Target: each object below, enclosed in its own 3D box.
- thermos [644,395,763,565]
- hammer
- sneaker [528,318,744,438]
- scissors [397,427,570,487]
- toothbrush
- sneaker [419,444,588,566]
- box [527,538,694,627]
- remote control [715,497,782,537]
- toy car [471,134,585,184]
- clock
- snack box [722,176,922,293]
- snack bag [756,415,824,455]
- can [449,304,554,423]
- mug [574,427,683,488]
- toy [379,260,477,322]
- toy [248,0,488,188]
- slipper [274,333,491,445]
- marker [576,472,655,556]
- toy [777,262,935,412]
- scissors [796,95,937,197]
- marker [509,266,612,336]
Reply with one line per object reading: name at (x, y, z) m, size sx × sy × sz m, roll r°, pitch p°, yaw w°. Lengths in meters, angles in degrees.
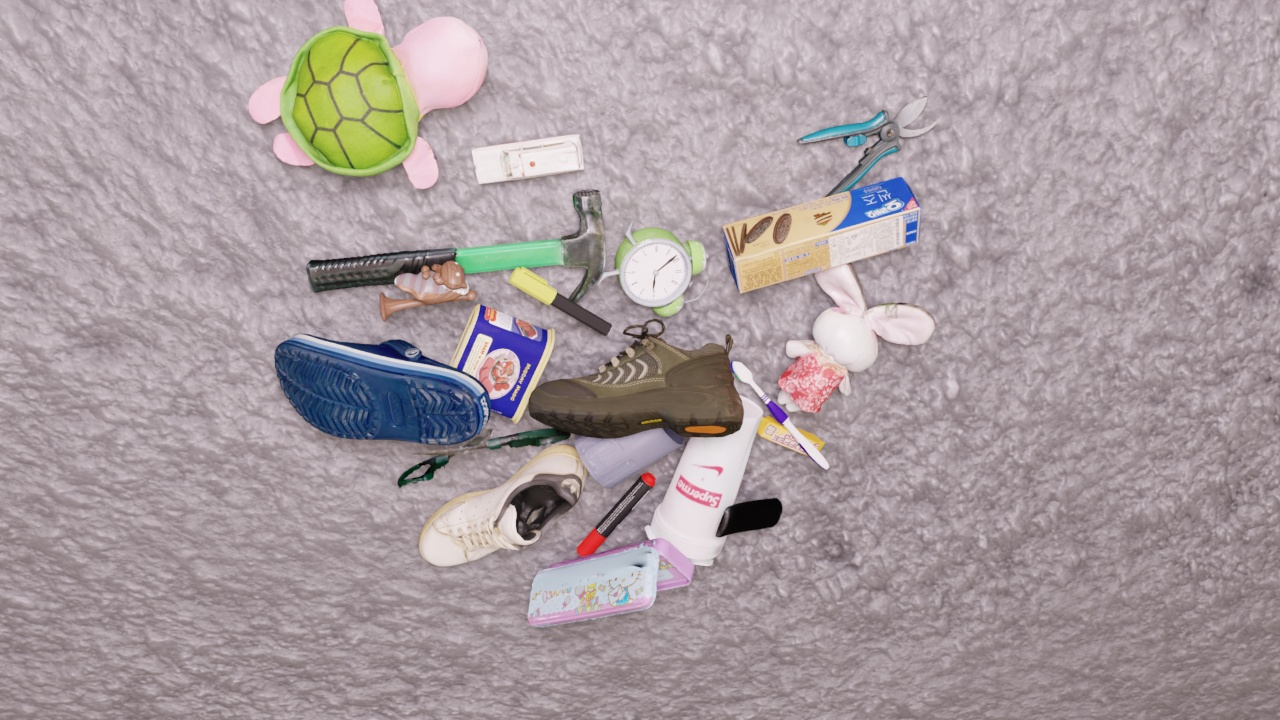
thermos at (0.078, 0.148, 1.122) m, size 0.099 × 0.099 × 0.221 m, roll 13°, pitch 111°, yaw -13°
hammer at (-0.196, -0.106, 0.991) m, size 0.318 × 0.032 × 0.130 m, roll -6°, pitch 118°, yaw -3°
sneaker at (-0.006, 0.006, 1.001) m, size 0.238 × 0.142 × 0.101 m, roll -1°, pitch 161°, yaw 11°
scissors at (-0.190, 0.111, 1.083) m, size 0.201 × 0.015 × 0.202 m, roll -2°, pitch 160°, yaw -38°
toothbrush at (0.170, 0.068, 1.113) m, size 0.015 × 0.016 × 0.186 m, roll -46°, pitch 106°, yaw -10°
sneaker at (-0.165, 0.198, 1.110) m, size 0.242 × 0.102 × 0.089 m, roll -33°, pitch 116°, yaw 12°
box at (-0.044, 0.287, 1.126) m, size 0.215 × 0.092 × 0.089 m, roll -22°, pitch 123°, yaw 38°
remote control at (0.136, 0.195, 1.136) m, size 0.151 × 0.020 × 0.041 m, roll 6°, pitch 107°, yaw -56°
toy car at (-0.115, -0.205, 0.942) m, size 0.113 × 0.039 × 0.039 m, roll -9°, pitch 118°, yaw -2°
clock at (0.020, -0.100, 1.008) m, size 0.119 × 0.042 × 0.094 m, roll 24°, pitch 112°, yaw -21°
snack box at (0.196, -0.137, 0.997) m, size 0.207 × 0.057 × 0.056 m, roll -16°, pitch 142°, yaw 2°
snack bag at (0.185, 0.095, 1.143) m, size 0.099 × 0.020 × 0.026 m, roll 24°, pitch 114°, yaw -17°
can at (-0.162, 0.003, 1.036) m, size 0.092 × 0.056 × 0.116 m, roll 21°, pitch 113°, yaw -15°
mug at (-0.026, 0.075, 1.083) m, size 0.104 × 0.083 × 0.124 m, roll -35°, pitch 92°, yaw 13°
toy at (-0.225, -0.075, 0.965) m, size 0.101 × 0.041 × 0.055 m, roll -9°, pitch 140°, yaw -10°
toy at (-0.255, -0.253, 0.876) m, size 0.238 × 0.087 × 0.190 m, roll -15°, pitch 101°, yaw 7°
slipper at (-0.276, 0.029, 1.007) m, size 0.253 × 0.095 × 0.105 m, roll 12°, pitch 123°, yaw 14°
marker at (-0.030, 0.198, 1.172) m, size 0.023 × 0.021 × 0.145 m, roll 19°, pitch 118°, yaw -48°
toy at (0.226, -0.014, 1.059) m, size 0.159 × 0.084 × 0.195 m, roll 31°, pitch 115°, yaw 0°
scissors at (0.238, -0.226, 0.983) m, size 0.155 × 0.019 × 0.125 m, roll 4°, pitch 118°, yaw -7°
marker at (-0.084, -0.063, 0.995) m, size 0.124 × 0.017 × 0.021 m, roll 30°, pitch 111°, yaw -20°
